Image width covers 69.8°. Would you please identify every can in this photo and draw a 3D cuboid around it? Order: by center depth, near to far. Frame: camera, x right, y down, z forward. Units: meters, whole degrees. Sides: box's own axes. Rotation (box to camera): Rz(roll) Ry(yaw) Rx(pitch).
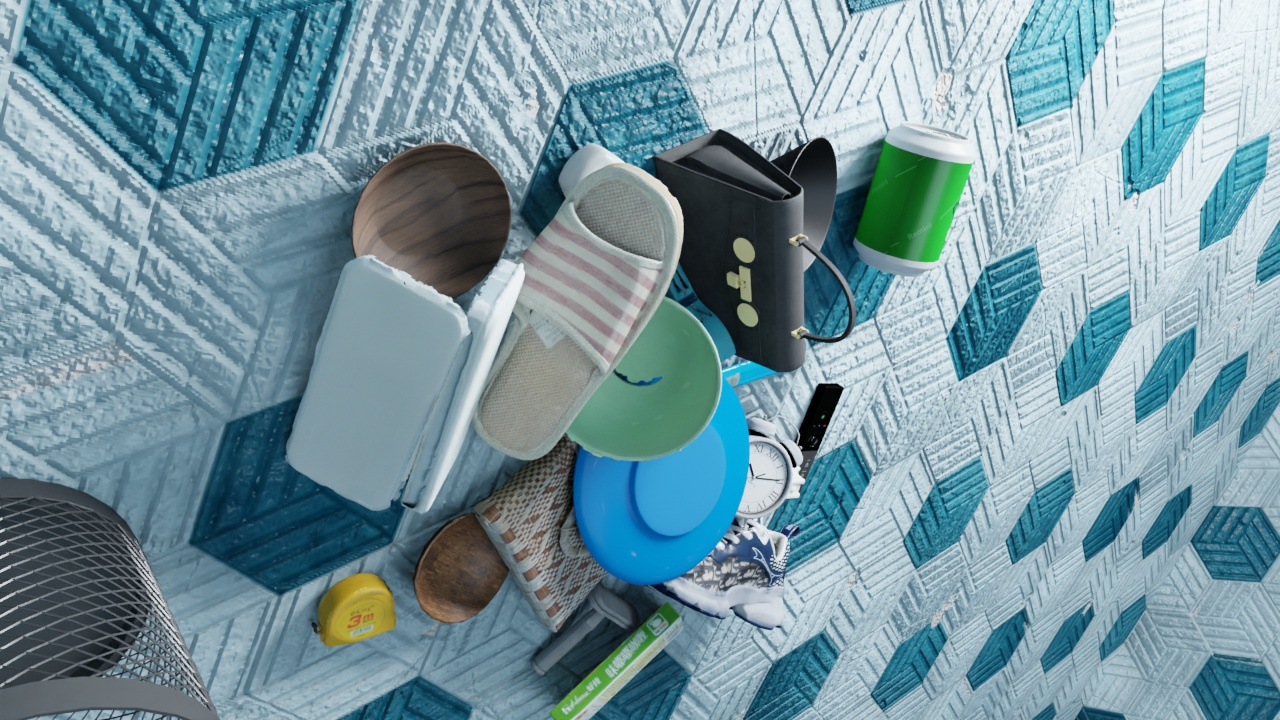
[{"bbox_3d":[0.273,-0.162,0.922,0.087,0.088,0.140,-7,121,-36],"label":"can"}]

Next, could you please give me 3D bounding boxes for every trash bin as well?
[{"bbox_3d":[-0.371,0.208,0.533,0.217,0.227,0.218,-20,128,-29],"label":"trash bin"}]

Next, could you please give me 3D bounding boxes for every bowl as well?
[{"bbox_3d":[-0.152,-0.100,0.653,0.119,0.032,0.119,-20,128,-29],"label":"bowl"},{"bbox_3d":[-0.005,0.005,0.788,0.151,0.076,0.151,2,108,6],"label":"bowl"},{"bbox_3d":[-0.164,0.182,0.826,0.101,0.026,0.114,-55,141,-17],"label":"bowl"},{"bbox_3d":[0.128,-0.143,0.830,0.123,0.052,0.124,-34,133,-48],"label":"bowl"}]

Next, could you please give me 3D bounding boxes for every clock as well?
[{"bbox_3d":[0.124,0.114,0.989,0.094,0.035,0.122,41,86,-19],"label":"clock"}]

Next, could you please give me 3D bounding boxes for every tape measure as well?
[{"bbox_3d":[-0.243,0.210,0.781,0.068,0.030,0.059,-13,124,-36],"label":"tape measure"}]

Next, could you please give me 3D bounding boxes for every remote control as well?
[{"bbox_3d":[-0.021,-0.127,0.746,0.060,0.028,0.114,-49,136,-1],"label":"remote control"},{"bbox_3d":[0.198,0.095,1.078,0.034,0.013,0.150,1,116,-40],"label":"remote control"}]

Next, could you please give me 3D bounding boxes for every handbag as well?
[{"bbox_3d":[0.106,-0.073,0.763,0.072,0.196,0.176,-28,131,-23],"label":"handbag"},{"bbox_3d":[-0.073,0.162,0.865,0.123,0.047,0.186,-43,135,-25],"label":"handbag"}]

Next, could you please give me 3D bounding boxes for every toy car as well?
[{"bbox_3d":[0.137,0.141,1.037,0.113,0.039,0.039,1,115,-36],"label":"toy car"}]

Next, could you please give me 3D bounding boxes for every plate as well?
[{"bbox_3d":[0.033,0.109,0.884,0.223,0.024,0.224,-7,102,-38],"label":"plate"}]

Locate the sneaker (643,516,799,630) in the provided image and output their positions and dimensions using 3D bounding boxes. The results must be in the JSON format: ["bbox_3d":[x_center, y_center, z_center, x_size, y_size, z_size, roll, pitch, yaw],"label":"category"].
[{"bbox_3d":[0.091,0.214,1.026,0.269,0.103,0.132,27,83,-46],"label":"sneaker"}]

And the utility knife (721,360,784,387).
[{"bbox_3d":[0.088,0.021,0.943,0.219,0.015,0.031,-17,121,-29],"label":"utility knife"}]

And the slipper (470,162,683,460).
[{"bbox_3d":[-0.060,-0.029,0.715,0.263,0.115,0.052,-59,-179,22],"label":"slipper"}]

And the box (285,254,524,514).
[{"bbox_3d":[-0.166,0.007,0.679,0.129,0.104,0.211,28,122,-7],"label":"box"}]

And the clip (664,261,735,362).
[{"bbox_3d":[0.035,-0.039,0.828,0.033,0.122,0.120,-32,164,-23],"label":"clip"}]

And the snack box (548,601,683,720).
[{"bbox_3d":[-0.021,0.338,1.011,0.168,0.027,0.132,-41,162,-11],"label":"snack box"}]

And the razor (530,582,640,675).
[{"bbox_3d":[-0.068,0.288,0.971,0.116,0.047,0.088,-42,136,1],"label":"razor"}]
